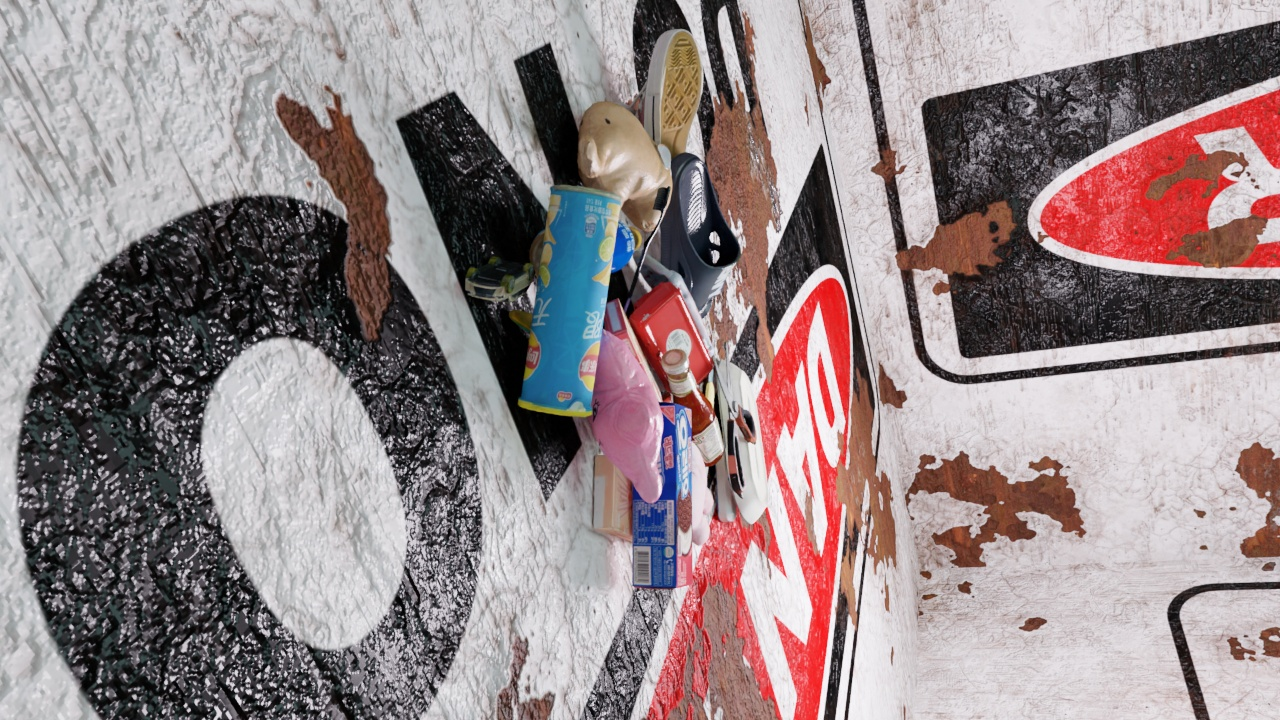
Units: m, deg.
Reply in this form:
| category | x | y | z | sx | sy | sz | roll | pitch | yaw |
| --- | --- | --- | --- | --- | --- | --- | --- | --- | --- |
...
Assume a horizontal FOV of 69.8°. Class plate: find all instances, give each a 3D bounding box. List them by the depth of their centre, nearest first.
| category | x | y | z | sx | sy | sz | roll | pitch | yaw |
| --- | --- | --- | --- | --- | --- | --- | --- | --- | --- |
| plate | 0.166 | 0.125 | 1.459 | 0.162 | 0.034 | 0.265 | 48 | 34 | -60 |

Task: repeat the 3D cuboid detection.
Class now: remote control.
| category | x | y | z | sx | sy | sz | roll | pitch | yaw |
| --- | --- | --- | --- | --- | --- | --- | --- | --- | --- |
| remote control | 0.130 | 0.184 | 1.409 | 0.049 | 0.024 | 0.124 | 33 | 52 | -67 |

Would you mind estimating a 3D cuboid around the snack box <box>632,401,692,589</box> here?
| category | x | y | z | sx | sy | sz | roll | pitch | yaw |
| --- | --- | --- | --- | --- | --- | --- | --- | --- | --- |
| snack box | 0.025 | 0.151 | 1.039 | 0.058 | 0.057 | 0.207 | 20 | 68 | -65 |

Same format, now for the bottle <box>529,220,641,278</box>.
| category | x | y | z | sx | sy | sz | roll | pitch | yaw |
| --- | --- | --- | --- | --- | --- | --- | --- | --- | --- |
| bottle | -0.049 | -0.124 | 1.015 | 0.218 | 0.065 | 0.065 | -31 | 112 | -67 |

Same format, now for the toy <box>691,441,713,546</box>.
| category | x | y | z | sx | sy | sz | roll | pitch | yaw |
| --- | --- | --- | --- | --- | --- | --- | --- | --- | --- |
| toy | 0.064 | 0.179 | 1.211 | 0.159 | 0.054 | 0.121 | 65 | 28 | -47 |

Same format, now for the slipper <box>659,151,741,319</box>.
| category | x | y | z | sx | sy | sz | roll | pitch | yaw |
| --- | --- | --- | --- | --- | --- | --- | --- | --- | --- |
| slipper | 0.083 | -0.151 | 1.248 | 0.110 | 0.083 | 0.269 | -45 | 143 | -35 |

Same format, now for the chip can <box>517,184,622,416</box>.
| category | x | y | z | sx | sy | sz | roll | pitch | yaw |
| --- | --- | --- | --- | --- | --- | --- | --- | --- | --- |
| chip can | -0.066 | -0.056 | 0.870 | 0.071 | 0.071 | 0.210 | 2 | 97 | -67 |

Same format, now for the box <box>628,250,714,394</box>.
| category | x | y | z | sx | sy | sz | roll | pitch | yaw |
| --- | --- | --- | --- | --- | --- | --- | --- | --- | --- |
| box | 0.027 | -0.044 | 1.204 | 0.094 | 0.100 | 0.201 | -43 | 144 | -9 |

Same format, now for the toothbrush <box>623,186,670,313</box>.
| category | x | y | z | sx | sy | sz | roll | pitch | yaw |
| --- | --- | --- | --- | --- | --- | --- | --- | --- | --- |
| toothbrush | -0.001 | -0.120 | 1.102 | 0.014 | 0.017 | 0.189 | -60 | 170 | -81 |

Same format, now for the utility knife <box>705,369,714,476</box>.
| category | x | y | z | sx | sy | sz | roll | pitch | yaw |
| --- | --- | --- | --- | --- | --- | --- | --- | --- | --- |
| utility knife | 0.103 | 0.088 | 1.379 | 0.031 | 0.019 | 0.178 | 57 | 39 | -54 |

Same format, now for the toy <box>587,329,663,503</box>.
| category | x | y | z | sx | sy | sz | roll | pitch | yaw |
| --- | --- | --- | --- | --- | --- | --- | --- | --- | --- |
| toy | -0.024 | 0.037 | 0.966 | 0.194 | 0.074 | 0.179 | -122 | -160 | -54 |

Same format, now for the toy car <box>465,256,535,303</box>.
| category | x | y | z | sx | sy | sz | roll | pitch | yaw |
| --- | --- | --- | --- | --- | --- | --- | --- | --- | --- |
| toy car | -0.127 | -0.071 | 0.835 | 0.090 | 0.042 | 0.035 | -47 | 145 | -69 |

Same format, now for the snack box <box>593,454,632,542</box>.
| category | x | y | z | sx | sy | sz | roll | pitch | yaw |
| --- | --- | --- | --- | --- | --- | --- | --- | --- | --- |
| snack box | -0.010 | 0.166 | 1.068 | 0.157 | 0.026 | 0.084 | 37 | 50 | -60 |

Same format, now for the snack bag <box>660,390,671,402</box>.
| category | x | y | z | sx | sy | sz | roll | pitch | yaw |
| --- | --- | --- | --- | --- | --- | --- | --- | --- | --- |
| snack bag | 0.024 | 0.090 | 1.159 | 0.026 | 0.045 | 0.105 | 23 | 57 | -34 |

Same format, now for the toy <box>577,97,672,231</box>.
| category | x | y | z | sx | sy | sz | roll | pitch | yaw |
| --- | --- | --- | --- | --- | --- | --- | --- | --- | --- |
| toy | -0.032 | -0.237 | 1.074 | 0.225 | 0.083 | 0.143 | 13 | 59 | -64 |

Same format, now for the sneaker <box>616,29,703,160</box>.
| category | x | y | z | sx | sy | sz | roll | pitch | yaw |
| --- | --- | --- | --- | --- | --- | --- | --- | --- | --- |
| sneaker | 0.018 | -0.314 | 1.215 | 0.118 | 0.088 | 0.241 | -18 | 122 | -45 |

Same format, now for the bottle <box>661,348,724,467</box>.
| category | x | y | z | sx | sy | sz | roll | pitch | yaw |
| --- | --- | --- | --- | --- | --- | --- | --- | --- | --- |
| bottle | 0.066 | 0.063 | 1.215 | 0.206 | 0.060 | 0.059 | 69 | 25 | -46 |

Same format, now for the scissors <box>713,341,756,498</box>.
| category | x | y | z | sx | sy | sz | roll | pitch | yaw |
| --- | --- | --- | --- | --- | --- | --- | --- | --- | --- |
| scissors | 0.134 | 0.085 | 1.308 | 0.225 | 0.015 | 0.188 | 57 | 33 | -49 |

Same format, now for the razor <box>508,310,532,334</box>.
| category | x | y | z | sx | sy | sz | roll | pitch | yaw |
| --- | --- | --- | --- | --- | --- | --- | --- | --- | --- |
| razor | -0.092 | -0.018 | 0.931 | 0.132 | 0.028 | 0.043 | 46 | 45 | -53 |

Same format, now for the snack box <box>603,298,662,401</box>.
| category | x | y | z | sx | sy | sz | roll | pitch | yaw |
| --- | --- | --- | --- | --- | --- | --- | --- | --- | --- |
| snack box | -0.006 | 0.006 | 1.096 | 0.075 | 0.025 | 0.153 | -106 | 174 | -54 |
